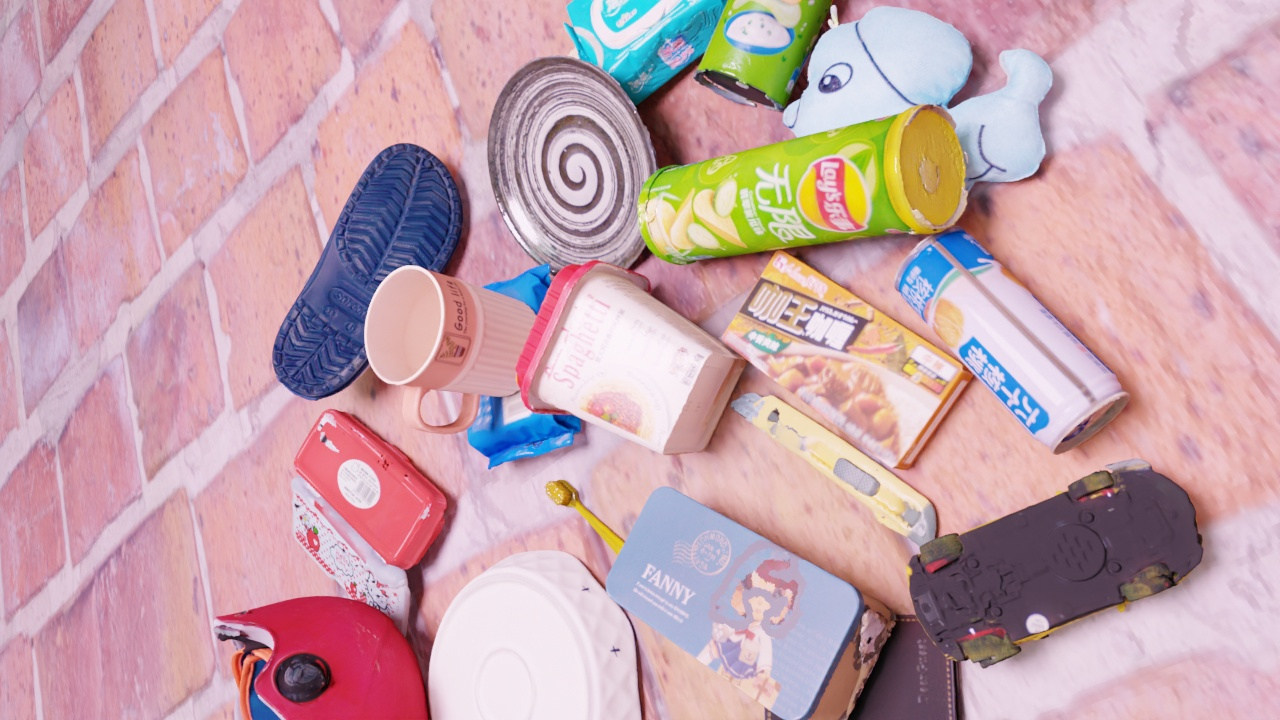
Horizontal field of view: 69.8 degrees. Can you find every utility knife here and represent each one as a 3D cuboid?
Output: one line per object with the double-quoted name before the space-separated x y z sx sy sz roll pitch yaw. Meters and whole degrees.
"utility knife" 0.123 0.064 0.595 0.167 0.018 0.031 36 98 40

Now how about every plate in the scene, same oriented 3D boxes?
"plate" -0.090 0.251 0.704 0.205 0.045 0.204 -8 76 37
"plate" -0.053 -0.148 0.726 0.180 0.024 0.180 17 119 33

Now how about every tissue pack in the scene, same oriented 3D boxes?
"tissue pack" -0.098 0.004 0.748 0.095 0.052 0.157 -19 71 32
"tissue pack" 0.007 -0.265 0.705 0.134 0.050 0.093 -35 62 18

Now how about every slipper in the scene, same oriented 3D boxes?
"slipper" -0.248 -0.076 0.856 0.252 0.105 0.095 -61 11 -4

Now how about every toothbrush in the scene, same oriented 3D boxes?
"toothbrush" -0.010 0.146 0.678 0.190 0.016 0.016 38 106 35

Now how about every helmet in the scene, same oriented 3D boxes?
"helmet" -0.238 0.293 0.734 0.240 0.143 0.207 41 134 43

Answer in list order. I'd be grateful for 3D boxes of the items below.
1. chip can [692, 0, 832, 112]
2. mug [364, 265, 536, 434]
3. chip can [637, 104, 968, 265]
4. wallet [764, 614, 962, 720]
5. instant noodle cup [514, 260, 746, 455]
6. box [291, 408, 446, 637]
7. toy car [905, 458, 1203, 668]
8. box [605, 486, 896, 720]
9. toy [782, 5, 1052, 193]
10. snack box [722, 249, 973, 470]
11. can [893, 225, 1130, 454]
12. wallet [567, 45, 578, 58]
"chip can" 0.115 -0.291 0.624 0.072 0.072 0.236 31 102 37
"mug" -0.137 -0.002 0.677 0.082 0.105 0.114 4 84 36
"chip can" 0.091 -0.105 0.587 0.222 0.072 0.072 -2 81 48
"wallet" 0.133 0.203 0.557 0.123 0.020 0.096 -9 74 35
"instant noodle cup" -0.004 0.004 0.645 0.124 0.116 0.116 28 99 26
"box" -0.264 0.148 0.852 0.201 0.058 0.161 29 103 38
"toy car" 0.218 0.111 0.492 0.156 0.041 0.071 -33 64 24
"box" 0.060 0.149 0.580 0.184 0.062 0.089 20 80 40
"toy" 0.166 -0.164 0.576 0.162 0.049 0.156 -24 75 33
"snack box" 0.129 -0.004 0.591 0.154 0.026 0.075 40 106 35
"can" 0.205 -0.013 0.517 0.053 0.053 0.134 -47 58 21
"wallet" -0.066 -0.207 0.779 0.115 0.024 0.087 -50 55 21
